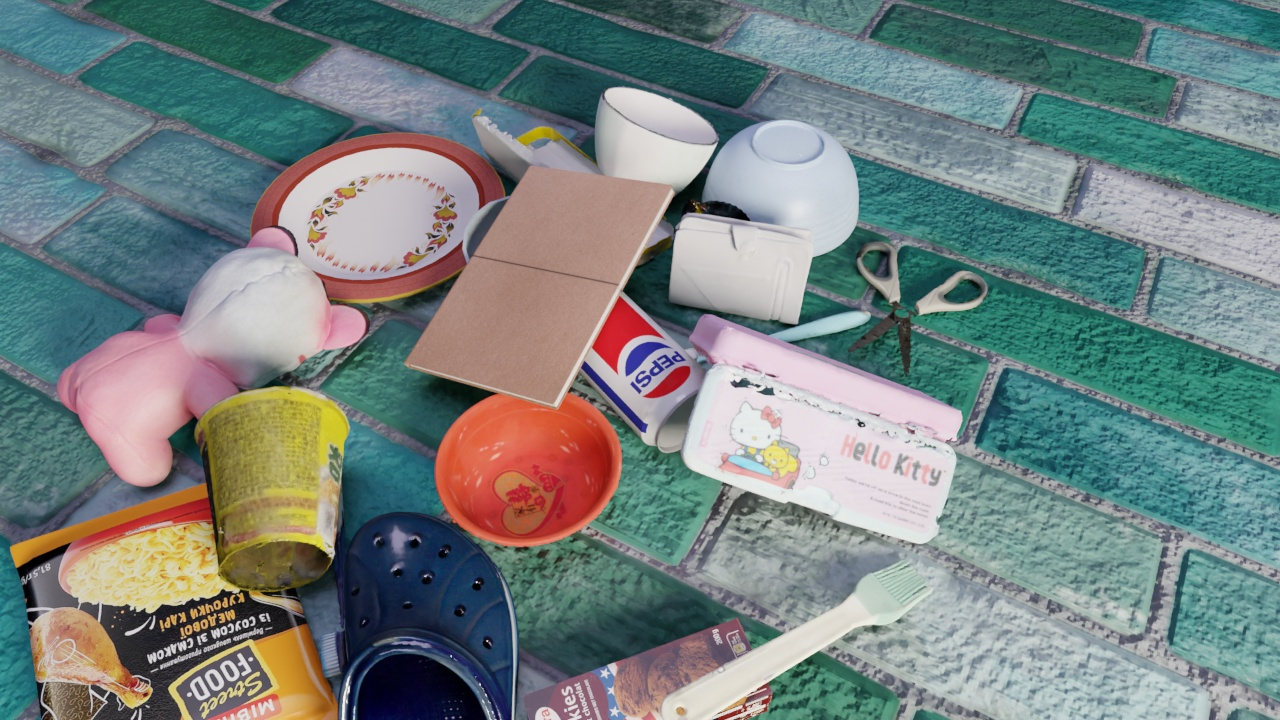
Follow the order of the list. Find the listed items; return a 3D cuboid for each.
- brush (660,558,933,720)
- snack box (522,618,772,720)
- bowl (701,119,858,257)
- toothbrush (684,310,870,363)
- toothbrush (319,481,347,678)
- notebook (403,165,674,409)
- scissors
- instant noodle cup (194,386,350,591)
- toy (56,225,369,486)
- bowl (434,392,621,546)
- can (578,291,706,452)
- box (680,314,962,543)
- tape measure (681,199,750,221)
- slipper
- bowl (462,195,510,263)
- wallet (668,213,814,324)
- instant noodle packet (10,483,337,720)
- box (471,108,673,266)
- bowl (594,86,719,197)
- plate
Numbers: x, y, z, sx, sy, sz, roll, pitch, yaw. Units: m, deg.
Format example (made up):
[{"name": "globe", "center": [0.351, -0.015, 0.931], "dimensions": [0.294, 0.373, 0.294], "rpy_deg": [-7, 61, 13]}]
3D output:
[{"name": "brush", "center": [0.102, 0.174, 0.569], "dimensions": [0.217, 0.012, 0.033], "rpy_deg": [-17, 49, -32]}, {"name": "snack box", "center": [0.004, 0.209, 0.559], "dimensions": [0.140, 0.032, 0.051], "rpy_deg": [-16, 52, -13]}, {"name": "bowl", "center": [0.132, -0.171, 0.843], "dimensions": [0.150, 0.075, 0.150], "rpy_deg": [0, 51, 0]}, {"name": "toothbrush", "center": [0.109, -0.018, 0.757], "dimensions": [0.180, 0.017, 0.016], "rpy_deg": [-14, 60, -13]}, {"name": "toothbrush", "center": [-0.211, 0.129, 0.629], "dimensions": [0.017, 0.016, 0.188], "rpy_deg": [-14, 48, -6]}, {"name": "notebook", "center": [-0.077, -0.067, 0.718], "dimensions": [0.141, 0.008, 0.208], "rpy_deg": [14, 63, 27]}, {"name": "scissors", "center": [0.226, -0.051, 0.779], "dimensions": [0.157, 0.013, 0.169], "rpy_deg": [-11, 48, -13]}, {"name": "instant noodle cup", "center": [-0.240, 0.087, 0.605], "dimensions": [0.102, 0.102, 0.108], "rpy_deg": [-11, 54, -9]}, {"name": "toy", "center": [-0.330, -0.011, 0.707], "dimensions": [0.212, 0.084, 0.142], "rpy_deg": [-38, 60, -23]}, {"name": "bowl", "center": [-0.078, 0.083, 0.654], "dimensions": [0.130, 0.045, 0.130], "rpy_deg": [0, 51, 0]}, {"name": "can", "center": [-0.004, 0.004, 0.703], "dimensions": [0.070, 0.070, 0.132], "rpy_deg": [-31, 57, -23]}, {"name": "box", "center": [0.122, 0.050, 0.652], "dimensions": [0.201, 0.103, 0.101], "rpy_deg": [19, 6, -14]}, {"name": "tape measure", "center": [0.066, -0.109, 0.797], "dimensions": [0.063, 0.067, 0.038], "rpy_deg": [9, 49, 8]}, {"name": "slipper", "center": [-0.122, 0.193, 0.535], "dimensions": [0.105, 0.095, 0.252], "rpy_deg": [-11, 55, -6]}, {"name": "bowl", "center": [-0.100, -0.088, 0.789], "dimensions": [0.106, 0.039, 0.106], "rpy_deg": [5, 62, -10]}, {"name": "wallet", "center": [0.083, -0.074, 0.761], "dimensions": [0.116, 0.086, 0.032], "rpy_deg": [6, 26, 7]}, {"name": "instant noodle packet", "center": [-0.297, 0.175, 0.584], "dimensions": [0.159, 0.032, 0.220], "rpy_deg": [-19, 53, -23]}, {"name": "box", "center": [-0.062, -0.171, 0.842], "dimensions": [0.083, 0.080, 0.210], "rpy_deg": [-35, 60, -21]}, {"name": "bowl", "center": [0.008, -0.200, 0.855], "dimensions": [0.116, 0.066, 0.116], "rpy_deg": [17, 32, -11]}, {"name": "plate", "center": [-0.238, -0.132, 0.846], "dimensions": [0.230, 0.021, 0.229], "rpy_deg": [0, 51, 0]}]
